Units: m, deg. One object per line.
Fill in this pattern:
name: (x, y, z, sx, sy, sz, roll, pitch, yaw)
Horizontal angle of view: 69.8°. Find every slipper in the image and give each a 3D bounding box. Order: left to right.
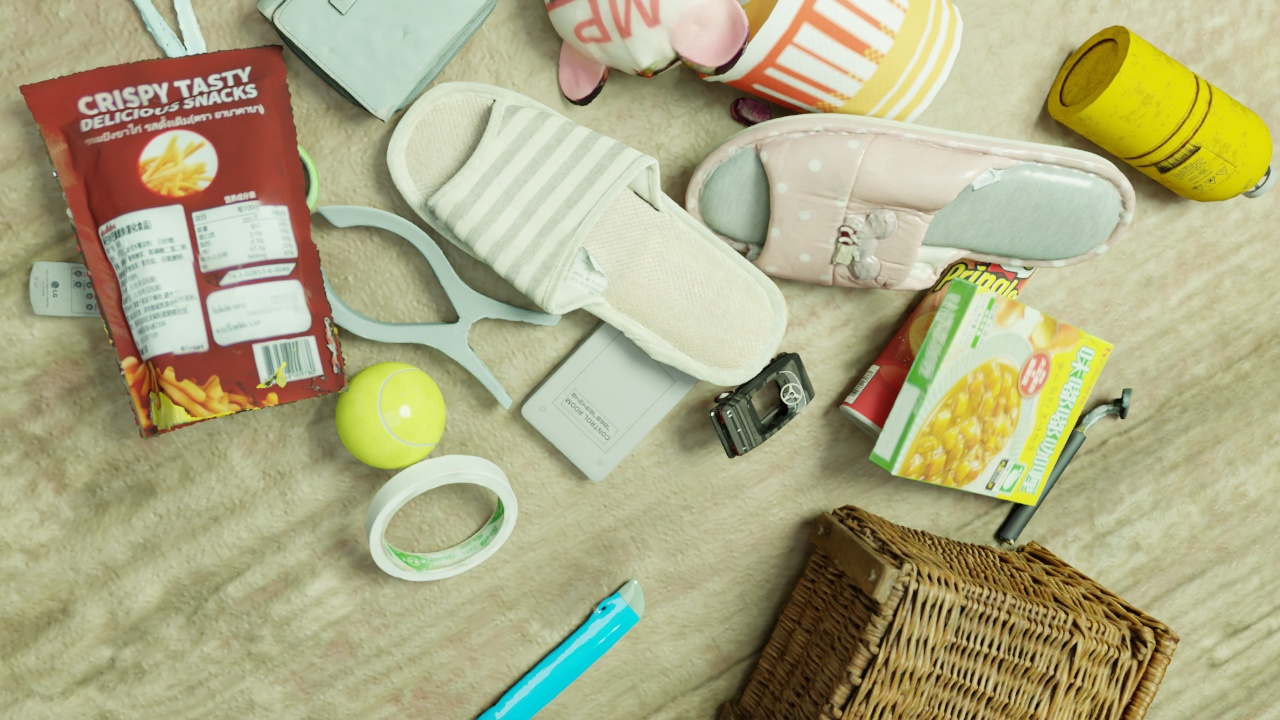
slipper: (-0.027, -0.076, 0.566, 0.272, 0.054, 0.114, 31, 83, -7)
slipper: (0.165, -0.091, 0.570, 0.274, 0.054, 0.114, 3, 138, 5)

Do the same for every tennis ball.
tennis ball: (-0.152, 0.034, 0.560, 0.065, 0.065, 0.065, -2, 98, -12)

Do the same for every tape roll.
tape roll: (-0.124, 0.100, 0.576, 0.093, 0.018, 0.094, -15, 132, -17)

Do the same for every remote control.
remote control: (-0.287, -0.040, 0.547, 0.136, 0.013, 0.033, 2, 95, -13)
remote control: (-0.004, 0.004, 0.611, 0.151, 0.019, 0.074, -46, 104, -2)

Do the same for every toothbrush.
toothbrush: (0.147, -0.133, 0.624, 0.190, 0.016, 0.016, 23, 92, -14)

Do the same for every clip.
clip: (-0.145, -0.022, 0.574, 0.163, 0.028, 0.115, 29, 92, -13)

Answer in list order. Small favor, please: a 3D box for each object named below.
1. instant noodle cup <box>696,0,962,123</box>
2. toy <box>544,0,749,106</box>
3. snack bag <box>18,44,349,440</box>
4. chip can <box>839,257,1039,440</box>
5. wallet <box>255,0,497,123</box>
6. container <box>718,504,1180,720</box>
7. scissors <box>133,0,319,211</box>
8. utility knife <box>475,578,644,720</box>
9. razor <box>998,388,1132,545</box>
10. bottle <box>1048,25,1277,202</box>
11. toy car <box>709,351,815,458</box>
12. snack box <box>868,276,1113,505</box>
instant noodle cup: (0.117, -0.204, 0.562, 0.121, 0.123, 0.123, 22, 93, -22)
toy: (0.001, -0.264, 0.535, 0.142, 0.084, 0.213, -2, 93, 26)
snack bag: (-0.248, -0.069, 0.515, 0.139, 0.067, 0.208, -14, 95, -9)
chip can: (0.223, -0.037, 0.636, 0.052, 0.052, 0.214, 38, 89, -14)
wallet: (-0.147, -0.217, 0.536, 0.100, 0.054, 0.132, 40, 93, -13)
container: (0.179, 0.229, 0.609, 0.183, 0.162, 0.250, 23, 96, -10)
scissors: (-0.247, -0.161, 0.541, 0.093, 0.032, 0.175, -15, 105, -7)
utility knife: (-0.067, 0.219, 0.629, 0.185, 0.015, 0.031, -40, 101, -7)
razor: (0.316, 0.078, 0.689, 0.144, 0.022, 0.043, -50, 149, 2)
bottle: (0.374, -0.161, 0.642, 0.163, 0.071, 0.071, 25, 92, -14)
toy car: (0.084, 0.028, 0.610, 0.092, 0.037, 0.040, -33, 104, -40)
snack box: (0.243, 0.027, 0.626, 0.167, 0.027, 0.132, 15, 102, -35)
